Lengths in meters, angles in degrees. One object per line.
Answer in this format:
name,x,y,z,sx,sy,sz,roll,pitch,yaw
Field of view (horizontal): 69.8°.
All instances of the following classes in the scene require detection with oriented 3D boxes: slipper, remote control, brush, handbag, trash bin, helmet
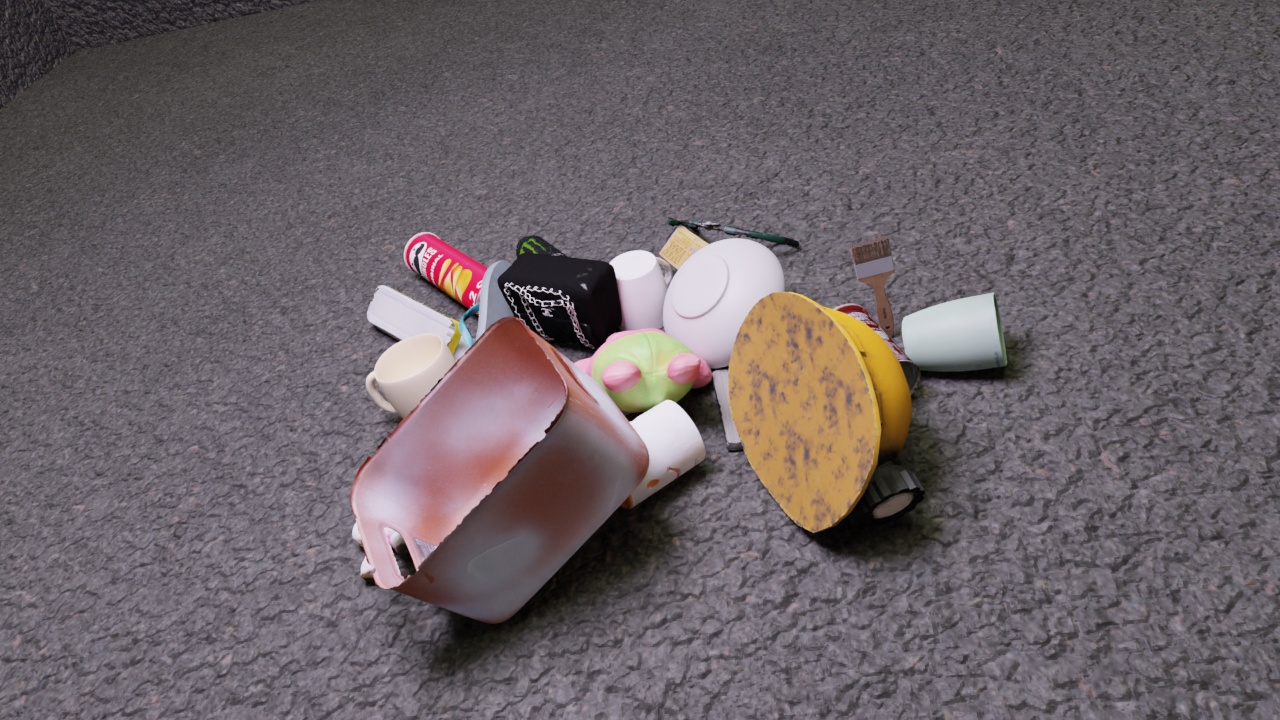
slipper,-0.203,-0.022,1.241,0.055,0.098,0.268,-23,42,27
remote control,0.108,0.056,1.090,0.033,0.013,0.136,-11,37,4
brush,0.286,-0.083,1.093,0.045,0.143,0.008,-15,37,14
handbag,-0.110,-0.064,1.216,0.154,0.125,0.114,7,44,27
trash bin,-0.137,0.114,0.922,0.260,0.157,0.181,-48,41,6
helmet,0.208,0.046,0.954,0.131,0.206,0.255,-1,49,-28

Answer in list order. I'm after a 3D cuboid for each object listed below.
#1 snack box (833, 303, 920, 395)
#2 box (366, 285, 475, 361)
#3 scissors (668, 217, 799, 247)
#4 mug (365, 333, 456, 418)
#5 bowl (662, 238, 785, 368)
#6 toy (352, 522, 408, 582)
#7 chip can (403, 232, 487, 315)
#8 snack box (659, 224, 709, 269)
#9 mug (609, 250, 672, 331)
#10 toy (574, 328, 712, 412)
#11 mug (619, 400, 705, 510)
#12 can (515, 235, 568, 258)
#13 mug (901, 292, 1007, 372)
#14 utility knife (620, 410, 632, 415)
snack box,0.263,-0.005,1.066,0.072,0.072,0.121,-21,40,-7
box,-0.322,-0.048,1.333,0.210,0.070,0.067,24,73,39
scissors,0.124,-0.189,1.338,0.203,0.015,0.201,11,7,-9
mug,-0.286,0.036,1.176,0.120,0.100,0.096,-16,36,8
bowl,0.091,-0.082,1.152,0.177,0.066,0.176,-22,54,34
toy,-0.287,0.191,1.040,0.079,0.038,0.122,-28,39,3
chip can,-0.278,-0.130,1.396,0.069,0.069,0.221,-36,43,-23
snack box,0.108,-0.115,1.249,0.056,0.057,0.207,-53,42,8
mug,0.007,-0.105,1.256,0.081,0.088,0.114,18,49,34
toy,-0.007,0.006,1.106,0.192,0.097,0.237,-2,11,-12
mug,0.006,0.103,1.012,0.105,0.082,0.082,-31,41,-19
can,-0.138,-0.145,1.380,0.053,0.054,0.138,-31,41,-19
mug,0.364,-0.031,1.066,0.104,0.084,0.111,-10,9,26
utility knife,-0.067,0.080,1.116,0.176,0.015,0.022,-22,31,-8
